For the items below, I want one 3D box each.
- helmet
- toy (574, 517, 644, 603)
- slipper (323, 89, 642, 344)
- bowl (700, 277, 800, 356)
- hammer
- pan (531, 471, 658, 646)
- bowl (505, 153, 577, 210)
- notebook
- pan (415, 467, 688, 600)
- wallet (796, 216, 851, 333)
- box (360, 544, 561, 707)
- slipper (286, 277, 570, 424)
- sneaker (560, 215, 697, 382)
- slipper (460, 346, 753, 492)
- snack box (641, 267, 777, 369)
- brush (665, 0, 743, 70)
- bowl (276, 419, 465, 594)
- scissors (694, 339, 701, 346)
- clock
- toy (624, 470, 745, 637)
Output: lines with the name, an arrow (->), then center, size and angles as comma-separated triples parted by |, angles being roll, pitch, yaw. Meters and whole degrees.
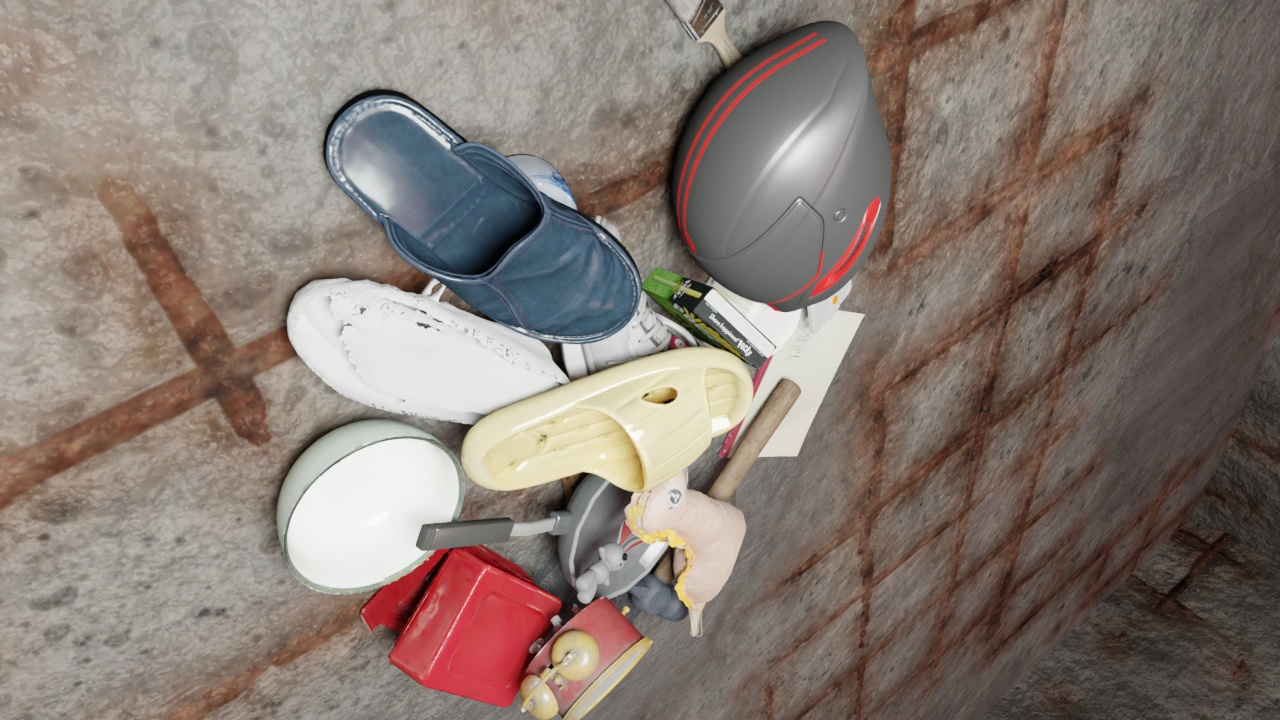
helmet -> 0.114, -0.162, 0.796 | 0.169, 0.164, 0.265 | 3, 127, -32
toy -> -0.028, 0.195, 0.910 | 0.111, 0.030, 0.049 | -42, 137, -44
slipper -> -0.102, -0.083, 0.656 | 0.265, 0.083, 0.109 | 36, 100, -31
bowl -> 0.119, -0.050, 0.963 | 0.115, 0.062, 0.115 | -24, 133, -29
hammer -> 0.091, 0.158, 1.080 | 0.321, 0.040, 0.129 | -55, 139, -4
pan -> -0.060, 0.221, 1.025 | 0.207, 0.040, 0.358 | -27, 136, -26
bowl -> -0.092, -0.104, 0.740 | 0.114, 0.045, 0.114 | -24, 133, -28
notebook -> 0.187, 0.029, 1.125 | 0.152, 0.012, 0.209 | 4, 116, -43
pan -> -0.075, 0.156, 0.890 | 0.356, 0.041, 0.179 | 7, 106, -53
wallet -> 0.205, -0.105, 1.016 | 0.115, 0.037, 0.118 | -47, 141, -28
box -> -0.164, 0.255, 0.898 | 0.134, 0.112, 0.157 | -52, 140, -6
slipper -> -0.158, -0.008, 0.728 | 0.246, 0.074, 0.112 | 20, 105, -40
sneaker -> 0.001, -0.013, 0.818 | 0.129, 0.096, 0.263 | -1, 133, 9
slipper -> -0.017, 0.063, 0.764 | 0.261, 0.079, 0.111 | -14, 132, -12
snack box -> 0.058, -0.041, 0.830 | 0.080, 0.147, 0.025 | 41, 88, -21
brush -> 0.055, -0.284, 0.767 | 0.039, 0.012, 0.151 | -52, 141, 2
bowl -> -0.228, 0.110, 0.755 | 0.153, 0.073, 0.154 | -24, 133, -29
scissors -> -0.010, 0.007, 0.924 | 0.142, 0.015, 0.209 | -48, 140, -1
clock -> -0.066, 0.293, 0.903 | 0.117, 0.081, 0.158 | -53, 161, 19
toy -> 0.045, 0.197, 0.959 | 0.264, 0.065, 0.196 | 30, 77, -62
